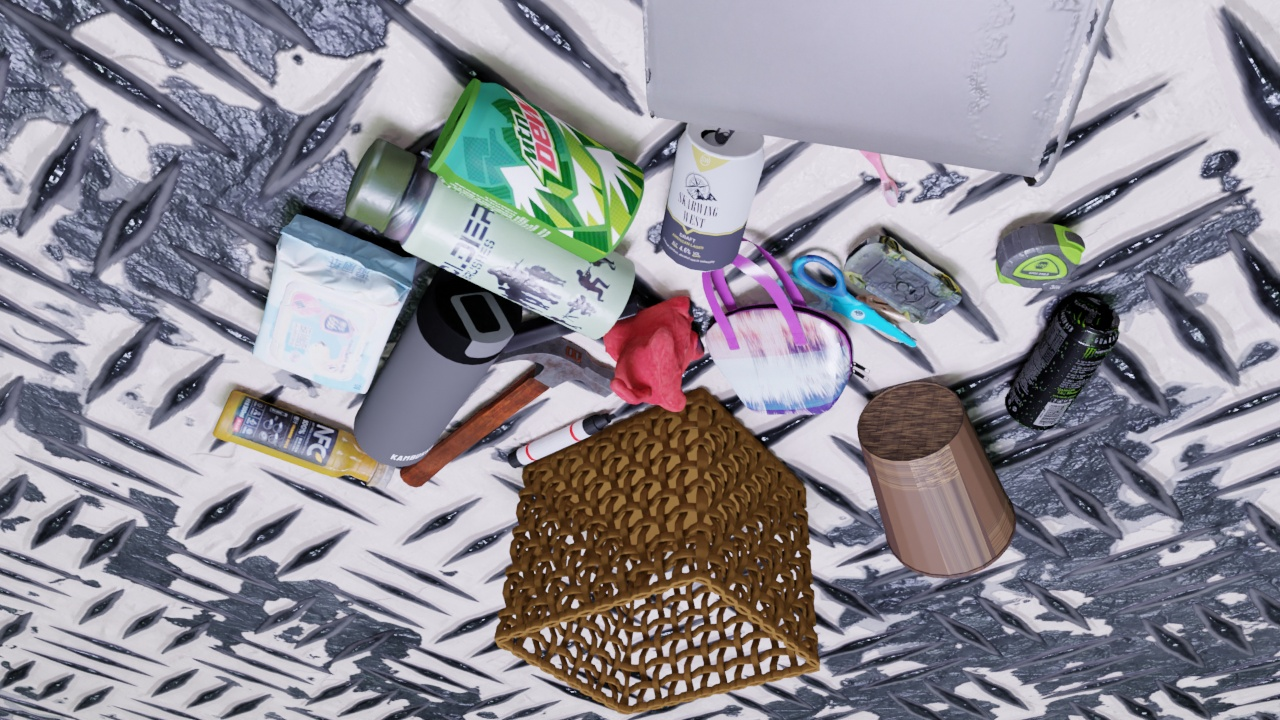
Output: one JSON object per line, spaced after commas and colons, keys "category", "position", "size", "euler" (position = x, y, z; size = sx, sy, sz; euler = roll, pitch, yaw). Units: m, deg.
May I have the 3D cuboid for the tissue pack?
{"category": "tissue pack", "position": [-0.278, -0.040, 0.822], "size": [0.112, 0.069, 0.182], "euler": [20, 137, -17]}

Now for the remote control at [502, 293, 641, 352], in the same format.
{"category": "remote control", "position": [-0.065, -0.036, 0.838], "size": [0.137, 0.032, 0.015], "euler": [-15, 116, 18]}

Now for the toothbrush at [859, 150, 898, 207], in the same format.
{"category": "toothbrush", "position": [0.168, -0.165, 0.685], "size": [0.022, 0.016, 0.135], "euler": [-19, 133, 24]}

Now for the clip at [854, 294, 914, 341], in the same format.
{"category": "clip", "position": [0.216, -0.038, 0.819], "size": [0.060, 0.024, 0.039], "euler": [14, 135, 5]}

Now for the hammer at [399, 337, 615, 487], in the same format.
{"category": "hammer", "position": [-0.163, 0.063, 0.960], "size": [0.111, 0.028, 0.302], "euler": [32, 132, -28]}

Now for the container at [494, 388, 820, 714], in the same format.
{"category": "container", "position": [0.023, 0.208, 0.965], "size": [0.252, 0.213, 0.219], "euler": [-25, 131, 29]}

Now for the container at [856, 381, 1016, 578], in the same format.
{"category": "container", "position": [0.288, 0.114, 0.911], "size": [0.132, 0.132, 0.167], "euler": [-16, 129, 21]}

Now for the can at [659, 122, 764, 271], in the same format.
{"category": "can", "position": [0.055, -0.130, 0.697], "size": [0.064, 0.064, 0.128], "euler": [7, 138, -4]}

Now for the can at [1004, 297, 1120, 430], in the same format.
{"category": "can", "position": [0.379, 0.006, 0.829], "size": [0.054, 0.053, 0.138], "euler": [6, 138, -2]}

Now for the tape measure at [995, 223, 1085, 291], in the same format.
{"category": "tape measure", "position": [0.322, -0.087, 0.746], "size": [0.065, 0.035, 0.059], "euler": [5, 148, -6]}

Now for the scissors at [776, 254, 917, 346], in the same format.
{"category": "scissors", "position": [0.183, -0.045, 0.799], "size": [0.135, 0.015, 0.066], "euler": [31, 140, -6]}

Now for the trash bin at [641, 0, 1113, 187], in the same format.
{"category": "trash bin", "position": [0.121, -0.223, 0.507], "size": [0.220, 0.197, 0.198], "euler": [5, 139, 9]}

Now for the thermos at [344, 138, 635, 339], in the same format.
{"category": "thermos", "position": [-0.119, -0.100, 0.739], "size": [0.231, 0.082, 0.083], "euler": [26, 134, -21]}

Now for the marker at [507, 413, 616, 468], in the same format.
{"category": "marker", "position": [-0.084, 0.084, 0.981], "size": [0.146, 0.019, 0.019], "euler": [-26, 130, 29]}

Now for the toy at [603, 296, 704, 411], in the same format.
{"category": "toy", "position": [-0.005, 0.005, 0.813], "size": [0.094, 0.132, 0.088], "euler": [1, 121, 23]}

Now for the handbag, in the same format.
{"category": "handbag", "position": [0.110, -0.034, 0.802], "size": [0.145, 0.067, 0.170], "euler": [-4, 132, 38]}

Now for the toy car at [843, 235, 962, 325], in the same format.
{"category": "toy car", "position": [0.221, -0.071, 0.773], "size": [0.105, 0.033, 0.048], "euler": [28, 135, -19]}

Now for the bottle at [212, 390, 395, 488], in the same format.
{"category": "bottle", "position": [-0.356, 0.090, 0.986], "size": [0.186, 0.053, 0.053], "euler": [25, 134, -21]}

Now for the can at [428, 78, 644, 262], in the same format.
{"category": "can", "position": [-0.076, -0.140, 0.683], "size": [0.144, 0.082, 0.083], "euler": [26, 134, -23]}

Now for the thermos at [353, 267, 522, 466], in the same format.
{"category": "thermos", "position": [-0.193, 0.010, 0.849], "size": [0.082, 0.082, 0.241], "euler": [23, 139, -20]}
